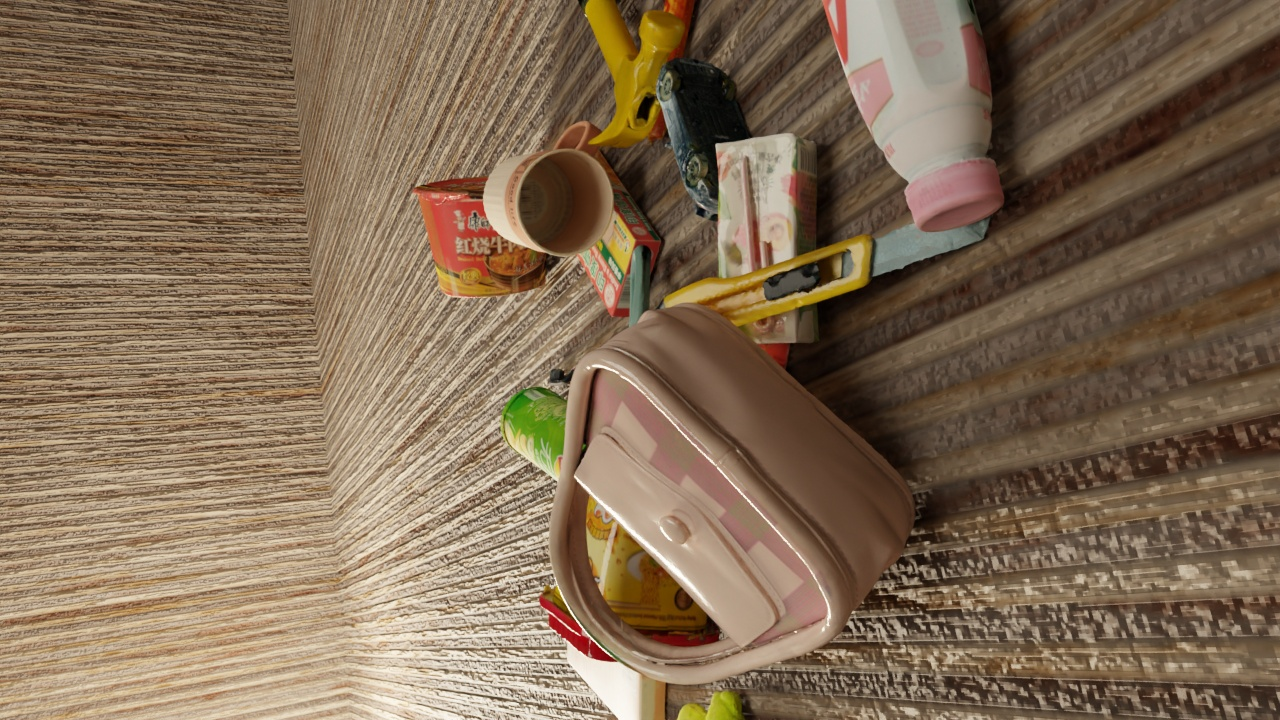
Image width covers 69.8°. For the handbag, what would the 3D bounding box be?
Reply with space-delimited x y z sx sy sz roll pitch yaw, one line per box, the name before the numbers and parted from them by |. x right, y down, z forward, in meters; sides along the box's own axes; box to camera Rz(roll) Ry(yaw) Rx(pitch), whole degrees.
handbag | 0.022 0.102 0.540 0.193 0.093 0.235 46 132 15

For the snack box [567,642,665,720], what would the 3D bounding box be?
snack box | -0.025 0.262 0.820 0.157 0.026 0.084 20 111 62

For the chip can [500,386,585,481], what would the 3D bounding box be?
chip can | -0.061 0.076 0.823 0.221 0.072 0.072 21 111 62

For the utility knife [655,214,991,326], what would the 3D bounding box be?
utility knife | 0.086 -0.046 0.497 0.217 0.015 0.033 -17 86 40

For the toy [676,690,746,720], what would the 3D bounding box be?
toy | 0.054 0.282 0.661 0.096 0.031 0.100 55 136 51

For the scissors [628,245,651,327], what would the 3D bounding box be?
scissors | -0.005 0.009 0.699 0.171 0.019 0.176 100 172 -61

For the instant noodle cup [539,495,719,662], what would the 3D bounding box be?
instant noodle cup | -0.003 0.149 0.684 0.116 0.116 0.123 6 86 64

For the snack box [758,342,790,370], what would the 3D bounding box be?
snack box | 0.048 0.029 0.630 0.113 0.044 0.127 28 117 60

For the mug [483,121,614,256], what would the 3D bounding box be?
mug | -0.073 -0.146 0.765 0.114 0.081 0.106 -63 27 -2

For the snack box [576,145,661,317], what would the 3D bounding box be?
snack box | -0.031 -0.114 0.792 0.155 0.027 0.077 60 143 43

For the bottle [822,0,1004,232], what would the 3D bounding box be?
bottle | 0.125 -0.159 0.435 0.068 0.068 0.196 -33 66 60

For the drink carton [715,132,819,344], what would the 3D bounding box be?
drink carton | 0.075 -0.070 0.547 0.054 0.045 0.122 0 93 31

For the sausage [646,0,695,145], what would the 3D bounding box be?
sausage | 0.024 -0.238 0.675 0.021 0.021 0.165 53 138 49

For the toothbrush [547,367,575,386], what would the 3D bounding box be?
toothbrush | -0.051 0.006 0.862 0.190 0.014 0.017 -18 66 62

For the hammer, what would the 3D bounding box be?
hammer | -0.033 -0.286 0.744 0.129 0.032 0.300 114 148 -44

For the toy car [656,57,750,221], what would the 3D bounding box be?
toy car | 0.044 -0.147 0.608 0.037 0.054 0.120 -46 52 54

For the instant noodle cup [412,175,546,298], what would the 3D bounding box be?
instant noodle cup | -0.155 -0.128 0.934 0.138 0.137 0.109 30 127 59
